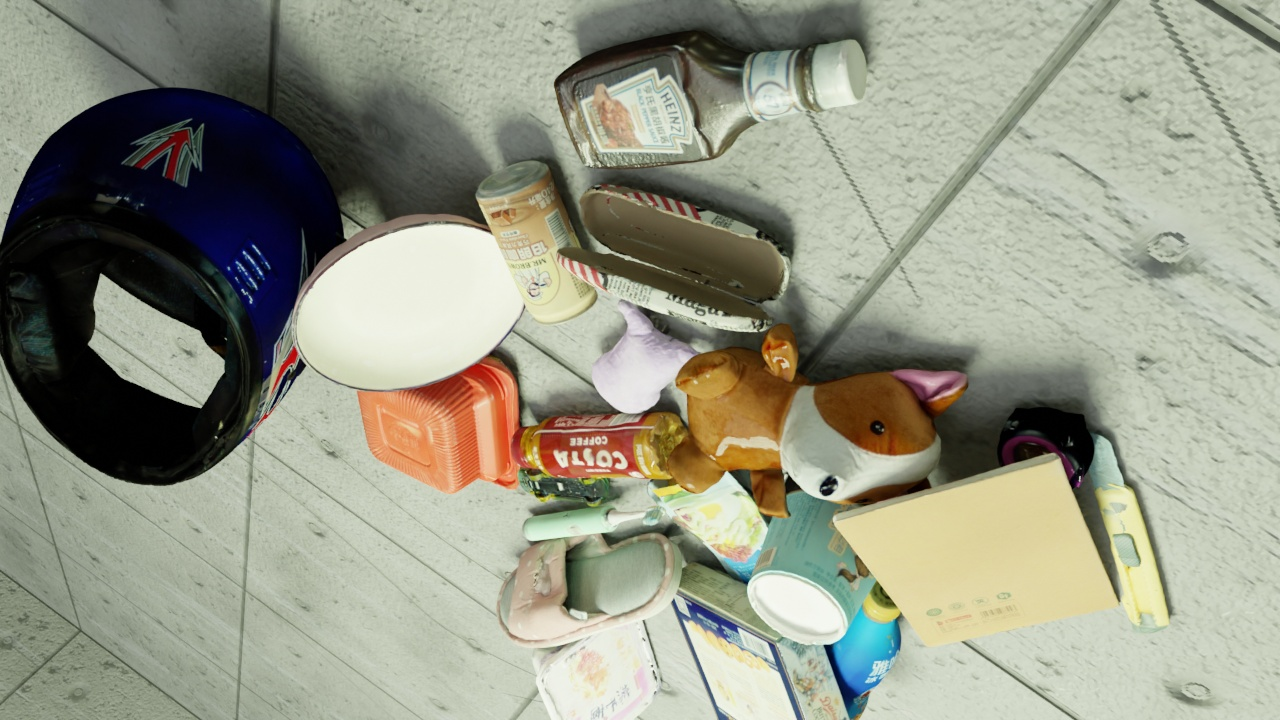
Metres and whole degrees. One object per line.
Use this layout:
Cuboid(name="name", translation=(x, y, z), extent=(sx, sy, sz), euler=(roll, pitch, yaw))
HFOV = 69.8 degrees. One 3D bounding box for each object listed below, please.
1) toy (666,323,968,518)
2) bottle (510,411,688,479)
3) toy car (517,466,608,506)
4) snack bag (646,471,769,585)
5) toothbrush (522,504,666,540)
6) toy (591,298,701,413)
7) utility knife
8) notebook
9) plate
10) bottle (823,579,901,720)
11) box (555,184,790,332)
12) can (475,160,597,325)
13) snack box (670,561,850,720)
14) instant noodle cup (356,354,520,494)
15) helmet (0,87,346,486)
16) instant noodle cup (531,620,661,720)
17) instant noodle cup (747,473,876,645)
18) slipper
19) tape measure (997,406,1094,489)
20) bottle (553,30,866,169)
Cuboid(name="toy", translation=(0.121, 0.050, 0.653), extent=(0.200, 0.130, 0.140), euler=(11, 121, 14))
Cuboid(name="bottle", translation=(-0.042, 0.077, 0.824), extent=(0.175, 0.057, 0.057), euler=(-4, 123, 37))
Cuboid(name="toy car", translation=(-0.073, 0.115, 0.892), extent=(0.091, 0.036, 0.043), euler=(6, 134, 16))
Cuboid(name="snack bag", translation=(0.095, 0.165, 0.824), extent=(0.191, 0.038, 0.111), euler=(47, 135, -13))
Cuboid(name="toothbrush", translation=(-0.049, 0.159, 0.908), extent=(0.026, 0.027, 0.225), euler=(48, 143, -19))
Cuboid(name="toy", translation=(-0.004, 0.004, 0.748), extent=(0.084, 0.038, 0.108), euler=(39, 139, -1))
Cuboid(name="utility knife", translation=(0.339, 0.123, 0.642), extent=(0.031, 0.020, 0.198), euler=(-7, 117, 39))
Cuboid(name="notebook", translation=(0.243, 0.144, 0.650), extent=(0.148, 0.008, 0.207), euler=(-21, 132, 23))
Cuboid(name="plate", translation=(-0.187, -0.050, 0.746), extent=(0.039, 0.192, 0.193), euler=(61, 149, 32))
Cuboid(name="bottle", translation=(0.189, 0.259, 0.810), extent=(0.065, 0.065, 0.219), euler=(23, 141, 16))
Cuboid(name="box", translation=(0.018, -0.059, 0.643), extent=(0.163, 0.087, 0.076), euler=(20, 150, 14))
Cuboid(name="can", translation=(-0.077, -0.089, 0.701), extent=(0.059, 0.058, 0.116), euler=(1, 127, 34))
Cuboid(name="snack box", translation=(0.111, 0.292, 0.849), extent=(0.178, 0.045, 0.182), euler=(8, 124, 59))
Cuboid(name="instant noodle cup", translation=(-0.208, 0.052, 0.901), extent=(0.189, 0.078, 0.165), euler=(21, 132, 24))
Cuboid(name="helmet", translation=(-0.379, -0.075, 0.777), extent=(0.247, 0.239, 0.316), euler=(21, 129, -9))
Cuboid(name="instant noodle cup", translation=(-0.056, 0.348, 1.031), extent=(0.060, 0.137, 0.174), euler=(30, 144, 44))
Cuboid(name="instant noodle cup", translation=(0.143, 0.152, 0.717), extent=(0.111, 0.120, 0.111), euler=(19, 135, 20))
Cuboid(name="slipper", translation=(-0.070, 0.231, 0.945), extent=(0.275, 0.114, 0.054), euler=(-21, 137, 41))
Cuboid(name="tape measure", translation=(0.267, 0.061, 0.607), extent=(0.057, 0.039, 0.058), euler=(8, 129, 45))
Cuboid(name="bottle", translation=(0.040, -0.164, 0.568), extent=(0.195, 0.043, 0.080), euler=(1, 127, 33))
